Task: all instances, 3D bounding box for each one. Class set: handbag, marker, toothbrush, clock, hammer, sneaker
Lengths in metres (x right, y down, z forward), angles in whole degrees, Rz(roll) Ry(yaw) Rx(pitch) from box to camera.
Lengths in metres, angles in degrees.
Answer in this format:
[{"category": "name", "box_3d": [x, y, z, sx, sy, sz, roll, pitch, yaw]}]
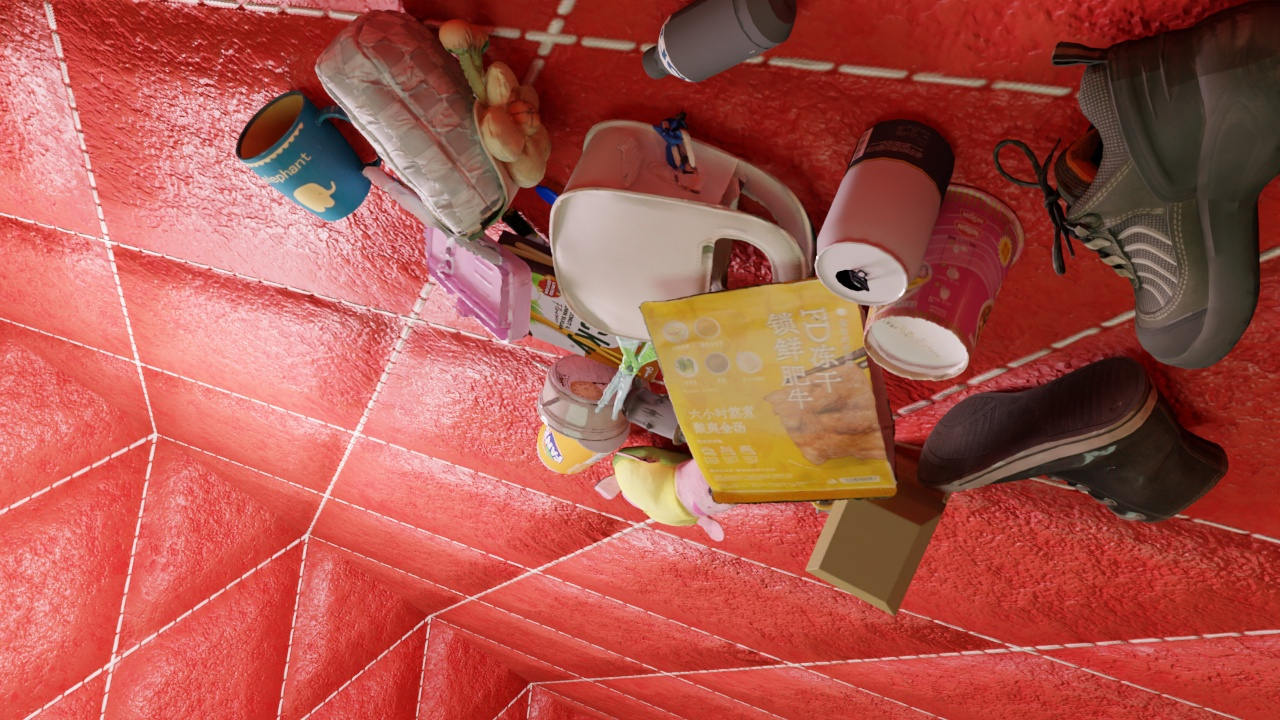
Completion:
[{"category": "handbag", "box_3d": [0.039, -0.092, 0.715, 0.199, 0.092, 0.201, 16, 148, 9]}, {"category": "marker", "box_3d": [-0.080, -0.093, 0.888, 0.017, 0.017, 0.146, -8, 137, 46]}, {"category": "toothbrush", "box_3d": [-0.010, -0.109, 0.810, 0.182, 0.018, 0.016, 28, 147, -9]}, {"category": "clock", "box_3d": [-0.037, 0.035, 1.001, 0.156, 0.103, 0.061, 5, 124, -17]}, {"category": "hammer", "box_3d": [0.127, 0.105, 0.901, 0.325, 0.101, 0.190, 24, -167, 20]}, {"category": "sneaker", "box_3d": [0.272, -0.082, 0.524, 0.143, 0.100, 0.238, 5, 141, 27]}, {"category": "handbag", "box_3d": [-0.146, -0.191, 0.687, 0.124, 0.112, 0.171, -31, 113, 28]}, {"category": "sneaker", "box_3d": [0.340, 0.081, 0.758, 0.120, 0.095, 0.235, 36, 143, -17]}]

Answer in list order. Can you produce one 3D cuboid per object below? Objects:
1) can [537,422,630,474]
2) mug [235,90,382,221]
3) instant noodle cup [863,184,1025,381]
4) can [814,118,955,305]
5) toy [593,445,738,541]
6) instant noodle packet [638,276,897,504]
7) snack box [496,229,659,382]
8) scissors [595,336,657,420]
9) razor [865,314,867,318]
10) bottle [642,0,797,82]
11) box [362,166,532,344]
[{"category": "can", "box_3d": [-0.073, 0.090, 1.120, 0.079, 0.079, 0.143, 32, 151, -11]}, {"category": "mug", "box_3d": [-0.295, -0.190, 0.854, 0.112, 0.084, 0.104, -21, 139, 18]}, {"category": "instant noodle cup", "box_3d": [0.203, -0.049, 0.631, 0.098, 0.108, 0.098, 20, 151, 11]}, {"category": "can", "box_3d": [0.153, -0.091, 0.581, 0.064, 0.127, 0.064, 20, 151, 12]}, {"category": "toy", "box_3d": [0.038, 0.153, 1.126, 0.190, 0.087, 0.239, 46, 144, -22]}, {"category": "instant noodle packet", "box_3d": [0.108, 0.019, 0.735, 0.163, 0.084, 0.222, -5, 137, 22]}, {"category": "snack box", "box_3d": [-0.058, -0.050, 0.891, 0.186, 0.031, 0.101, 21, 144, -3]}, {"category": "scissors", "box_3d": [-0.004, 0.010, 0.889, 0.078, 0.032, 0.176, 17, 141, -4]}, {"category": "razor", "box_3d": [0.178, -0.011, 0.786, 0.052, 0.047, 0.143, 43, 152, -19]}, {"category": "bottle", "box_3d": [0.045, -0.203, 0.571, 0.113, 0.046, 0.047, -9, 136, 48]}, {"category": "box", "box_3d": [-0.164, -0.106, 0.818, 0.201, 0.073, 0.150, 37, 156, 49]}]
